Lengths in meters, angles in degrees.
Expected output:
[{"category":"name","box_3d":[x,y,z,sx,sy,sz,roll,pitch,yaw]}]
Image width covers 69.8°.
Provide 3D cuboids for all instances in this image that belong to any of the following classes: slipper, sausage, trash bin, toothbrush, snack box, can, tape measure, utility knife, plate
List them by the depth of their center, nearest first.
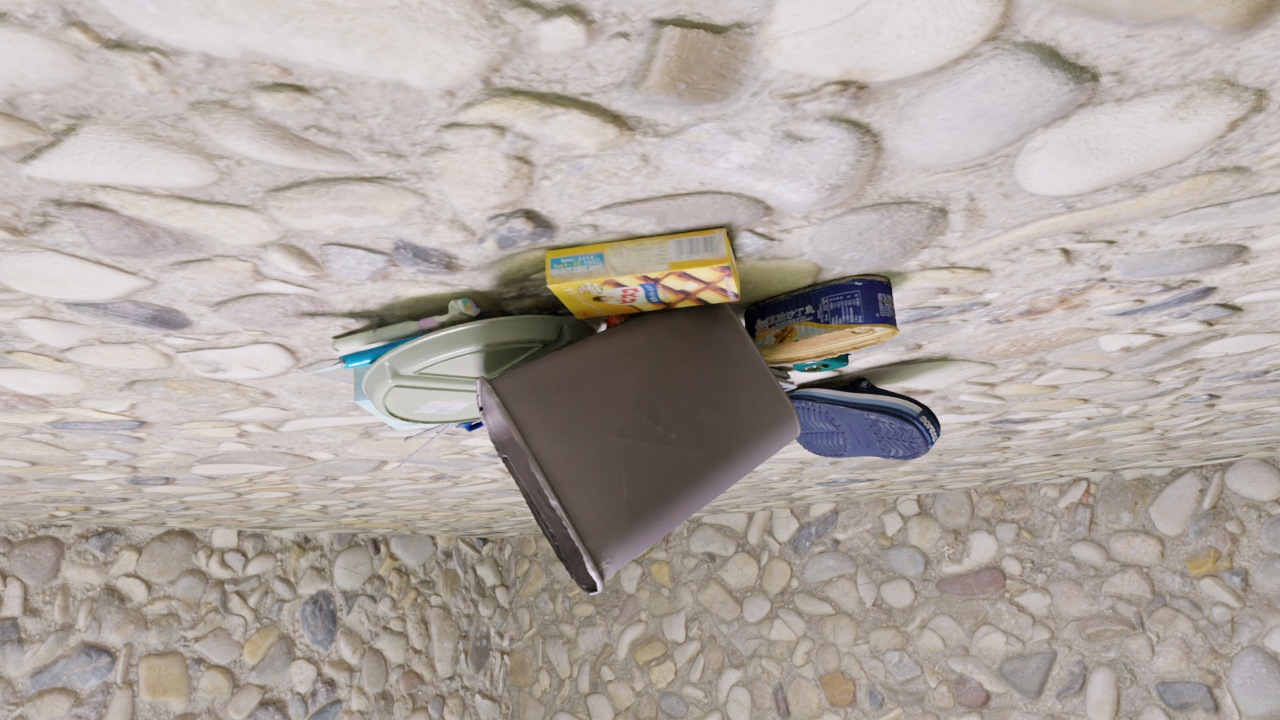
[{"category":"snack box","box_3d":[0.005,-0.066,0.717,0.140,0.033,0.087,-4,165,10]},{"category":"trash bin","box_3d":[-0.004,0.062,0.802,0.219,0.199,0.199,-29,172,-15]},{"category":"utility knife","box_3d":[-0.220,-0.009,0.826,0.185,0.018,0.034,-14,-175,-11]},{"category":"can","box_3d":[0.162,-0.034,0.836,0.148,0.049,0.074,-15,161,40]},{"category":"toothbrush","box_3d":[-0.221,-0.030,0.839,0.190,0.020,0.029,-12,157,35]},{"category":"plate","box_3d":[-0.147,0.015,0.879,0.230,0.027,0.230,-13,161,-5]},{"category":"sausage","box_3d":[-0.024,-0.022,0.900,0.021,0.021,0.165,-2,165,-5]},{"category":"snack box","box_3d":[-0.256,0.036,1.016,0.074,0.051,0.175,-5,166,-1]},{"category":"tape measure","box_3d":[0.197,0.000,1.023,0.058,0.025,0.055,12,159,-42]},{"category":"slipper","box_3d":[0.279,0.065,1.176,0.095,0.105,0.253,-41,-161,-24]}]

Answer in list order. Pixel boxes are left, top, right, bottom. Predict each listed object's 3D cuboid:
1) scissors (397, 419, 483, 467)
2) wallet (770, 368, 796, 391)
[{"category":"scissors","box_3d":[-0.206,0.067,1.054,0.163,0.012,0.175,-42,168,17]},{"category":"wallet","box_3d":[0.110,0.030,1.100,0.129,0.037,0.107,10,162,-41]}]
